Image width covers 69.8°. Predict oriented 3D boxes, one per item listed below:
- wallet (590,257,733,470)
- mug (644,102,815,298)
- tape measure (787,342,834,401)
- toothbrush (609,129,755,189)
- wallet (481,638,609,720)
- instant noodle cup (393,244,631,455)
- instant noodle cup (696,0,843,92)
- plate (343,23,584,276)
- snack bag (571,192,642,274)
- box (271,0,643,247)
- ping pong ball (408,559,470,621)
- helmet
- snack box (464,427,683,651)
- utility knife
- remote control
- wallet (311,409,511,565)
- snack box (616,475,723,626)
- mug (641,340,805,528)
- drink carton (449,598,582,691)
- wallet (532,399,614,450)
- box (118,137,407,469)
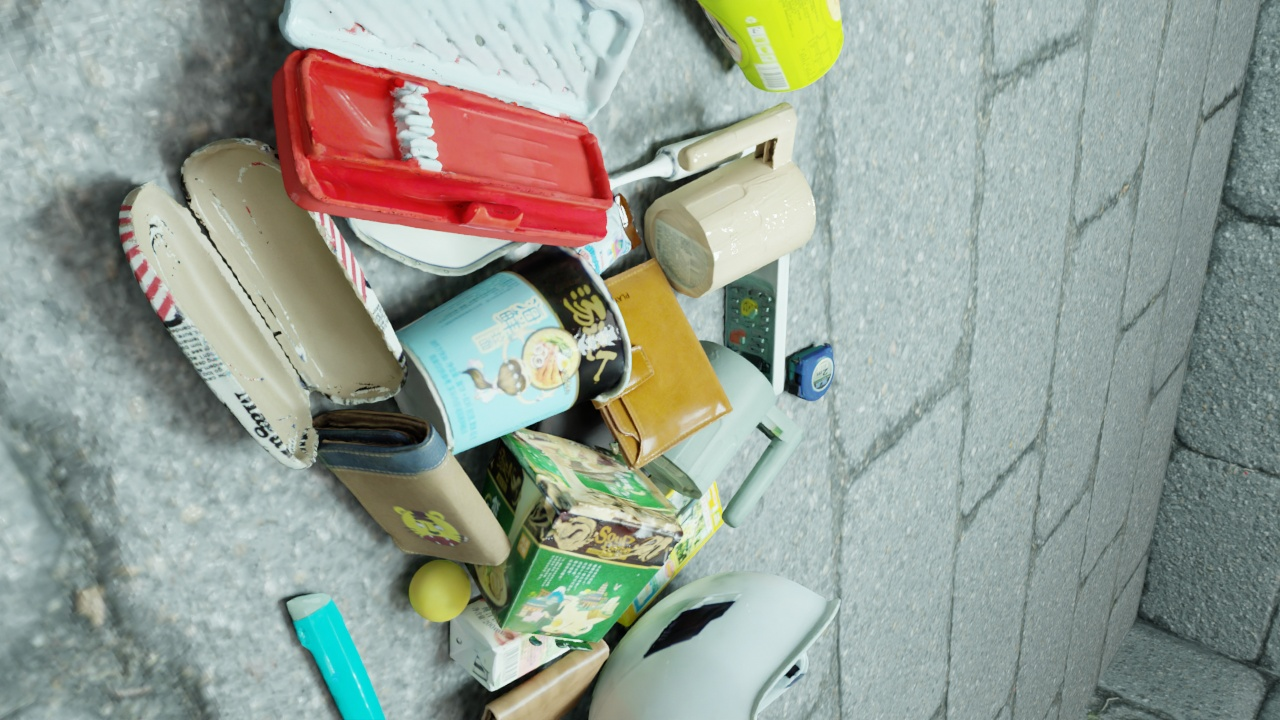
[{"bbox_3d":[-0.004,0.004,0.661,0.118,0.035,0.130,-29,93,-38],"label":"wallet"},{"bbox_3d":[0.067,-0.117,0.678,0.103,0.084,0.125,-30,142,-29],"label":"mug"},{"bbox_3d":[0.169,0.013,0.912,0.058,0.025,0.054,-21,123,-38],"label":"tape measure"},{"bbox_3d":[0.039,-0.154,0.692,0.220,0.026,0.027,-27,161,-40],"label":"toothbrush"},{"bbox_3d":[-0.078,0.264,0.695,0.101,0.020,0.116,-22,149,-36],"label":"wallet"},{"bbox_3d":[-0.085,0.000,0.556,0.120,0.111,0.111,-29,126,-30],"label":"instant noodle cup"},{"bbox_3d":[0.094,-0.261,0.657,0.111,0.112,0.123,-61,148,-11],"label":"instant noodle cup"},{"bbox_3d":[-0.094,-0.181,0.520,0.162,0.034,0.265,19,90,-51],"label":"plate"},{"bbox_3d":[-0.034,-0.074,0.636,0.105,0.026,0.045,-49,127,-37],"label":"snack bag"},{"bbox_3d":[-0.086,-0.138,0.474,0.200,0.069,0.158,0,102,-48],"label":"box"},{"bbox_3d":[-0.133,0.153,0.608,0.040,0.040,0.040,-22,121,-43],"label":"ping pong ball"},{"bbox_3d":[0.045,0.274,0.768,0.259,0.146,0.228,-65,162,16],"label":"helmet"},{"bbox_3d":[-0.055,0.118,0.613,0.118,0.117,0.106,21,101,-35],"label":"snack box"},{"bbox_3d":[-0.187,0.215,0.593,0.029,0.013,0.185,-32,126,-33],"label":"utility knife"},{"bbox_3d":[0.098,-0.037,0.786,0.019,0.056,0.135,-24,123,-41],"label":"remote control"},{"bbox_3d":[-0.134,0.077,0.539,0.033,0.090,0.115,-66,147,-36],"label":"wallet"},{"bbox_3d":[0.014,0.148,0.784,0.140,0.034,0.087,-40,132,-30],"label":"snack box"},{"bbox_3d":[0.062,0.061,0.744,0.124,0.084,0.103,42,71,-9],"label":"mug"},{"bbox_3d":[-0.077,0.194,0.680,0.122,0.053,0.045,-14,120,-46],"label":"drink carton"},{"bbox_3d":[-0.047,0.061,0.688,0.096,0.020,0.122,15,93,-54],"label":"wallet"},{"bbox_3d":[-0.182,-0.020,0.451,0.086,0.075,0.162,-77,156,-45],"label":"box"}]
